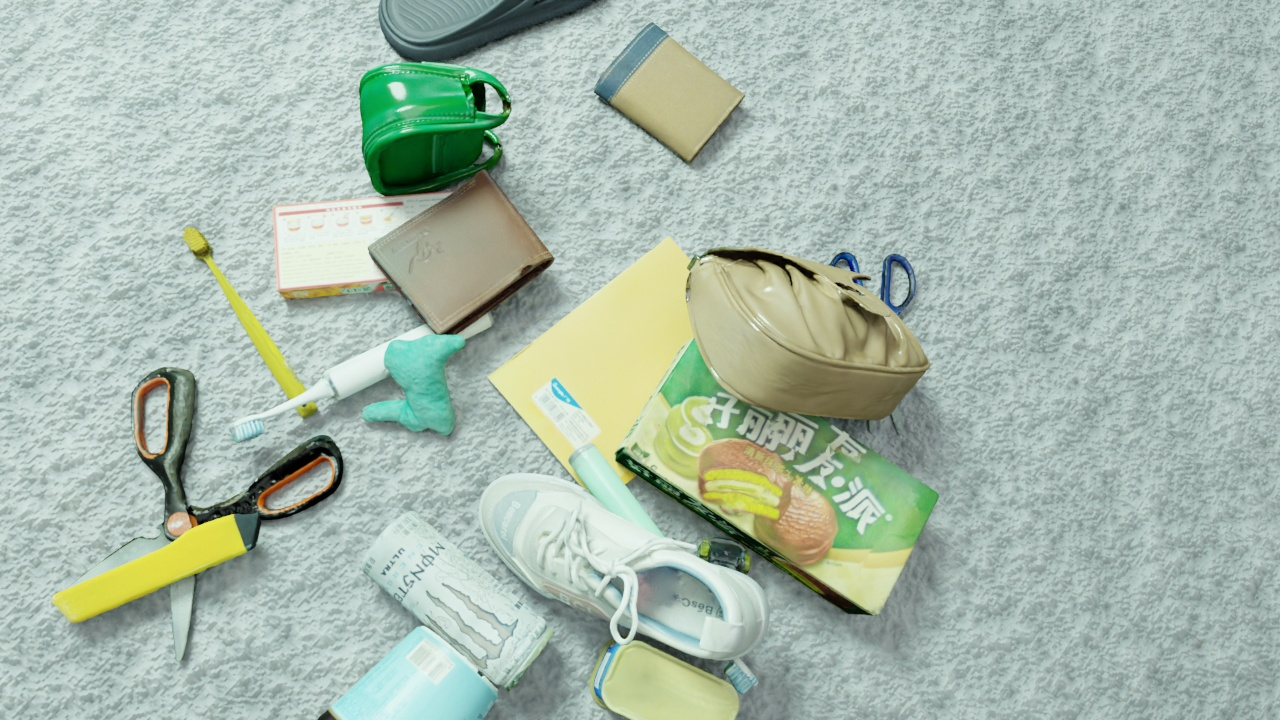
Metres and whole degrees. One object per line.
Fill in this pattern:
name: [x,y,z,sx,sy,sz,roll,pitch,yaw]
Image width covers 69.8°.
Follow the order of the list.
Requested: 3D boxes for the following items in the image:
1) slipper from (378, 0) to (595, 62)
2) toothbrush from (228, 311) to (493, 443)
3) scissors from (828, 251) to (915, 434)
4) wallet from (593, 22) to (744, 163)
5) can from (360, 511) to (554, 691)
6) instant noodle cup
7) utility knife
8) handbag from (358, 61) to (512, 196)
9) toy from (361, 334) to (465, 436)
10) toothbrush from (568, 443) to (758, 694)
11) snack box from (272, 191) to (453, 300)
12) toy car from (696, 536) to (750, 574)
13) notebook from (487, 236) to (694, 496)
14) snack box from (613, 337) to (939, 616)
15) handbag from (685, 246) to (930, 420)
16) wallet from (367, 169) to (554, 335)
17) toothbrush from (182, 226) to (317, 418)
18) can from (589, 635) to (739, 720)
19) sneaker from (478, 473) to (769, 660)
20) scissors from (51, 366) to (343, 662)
slipper: [-0.117,-0.367,0.840,0.267,0.083,0.110,-33,82,-13]
toothbrush: [-0.221,0.008,0.737,0.220,0.027,0.026,-28,67,-19]
scissors: [0.202,-0.021,0.817,0.140,0.012,0.170,31,74,0]
wallet: [0.027,-0.248,0.850,0.115,0.033,0.090,37,76,3]
can: [-0.138,0.180,0.691,0.147,0.058,0.058,39,73,5]
instant noodle cup: [-0.167,0.259,0.648,0.111,0.111,0.120,40,64,5]
utility knife: [-0.353,0.151,0.677,0.153,0.015,0.033,-22,76,-10]
handbag: [-0.169,-0.188,0.756,0.120,0.131,0.068,-8,79,-13]
toy: [-0.179,0.023,0.728,0.096,0.030,0.092,-5,118,4]
toothbrush: [0.017,0.155,0.705,0.027,0.026,0.224,-37,71,-5]
snack box: [-0.226,-0.098,0.776,0.155,0.027,0.077,-6,75,-9]
toy car: [0.059,0.186,0.726,0.043,0.036,0.091,13,75,-2]
notebook: [-0.005,0.005,0.784,0.206,0.010,0.146,-40,83,-16]
snack box: [0.107,0.094,0.740,0.240,0.063,0.114,34,73,0]
handbag: [0.134,-0.027,0.721,0.204,0.100,0.147,6,39,-42]
wallet: [-0.147,-0.088,0.753,0.124,0.032,0.101,-38,80,-18]
toothbrush: [-0.321,-0.033,0.750,0.015,0.017,0.190,-34,81,-14]
can: [0.017,0.246,0.679,0.102,0.083,0.057,25,72,0]
sneaker: [-0.029,0.150,0.660,0.242,0.090,0.089,20,91,23]
scissors: [-0.343,0.106,0.705,0.234,0.022,0.221,-22,78,-13]
